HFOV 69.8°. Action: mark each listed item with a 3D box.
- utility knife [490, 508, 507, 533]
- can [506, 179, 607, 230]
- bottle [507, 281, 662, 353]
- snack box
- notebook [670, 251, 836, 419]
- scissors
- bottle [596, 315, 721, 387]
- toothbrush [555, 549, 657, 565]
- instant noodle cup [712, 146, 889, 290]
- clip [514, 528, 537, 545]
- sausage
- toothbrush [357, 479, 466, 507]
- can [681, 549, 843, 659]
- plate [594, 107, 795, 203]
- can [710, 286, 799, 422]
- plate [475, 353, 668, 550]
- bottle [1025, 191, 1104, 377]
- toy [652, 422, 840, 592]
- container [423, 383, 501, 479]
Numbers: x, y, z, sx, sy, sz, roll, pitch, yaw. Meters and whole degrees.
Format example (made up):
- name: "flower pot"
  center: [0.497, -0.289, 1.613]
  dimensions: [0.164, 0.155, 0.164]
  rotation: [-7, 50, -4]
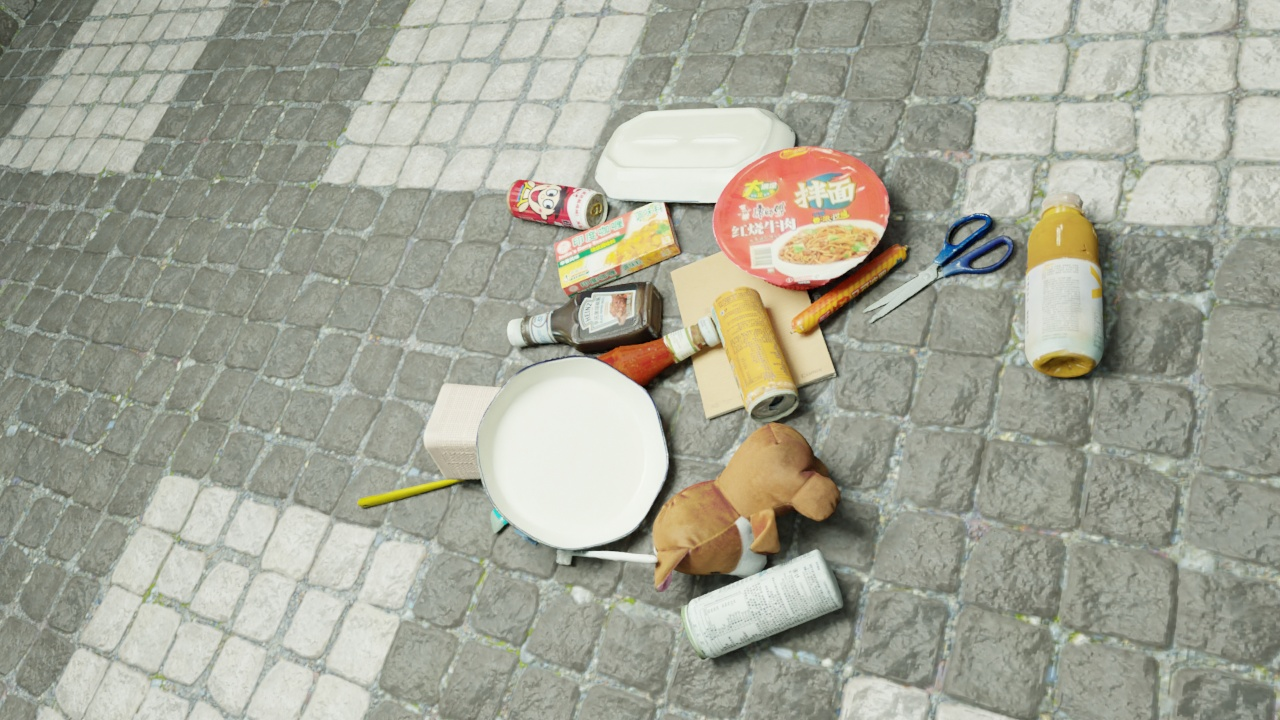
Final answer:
- name: "utility knife"
  center: [-0.120, 0.139, 1.064]
  dimensions: [0.151, 0.013, 0.029]
  rotation: [-45, 57, -6]
- name: "can"
  center: [-0.112, -0.207, 1.220]
  dimensions: [0.133, 0.053, 0.053]
  rotation: [15, 71, 30]
- name: "bottle"
  center: [-0.071, -0.047, 1.122]
  dimensions: [0.195, 0.044, 0.079]
  rotation: [-8, 60, 22]
- name: "snack box"
  center: [-0.031, -0.142, 1.164]
  dimensions: [0.156, 0.027, 0.077]
  rotation: [-21, 55, 13]
- name: "notebook"
  center: [0.123, -0.046, 1.052]
  dimensions: [0.150, 0.012, 0.211]
  rotation: [-21, 56, 14]
- name: "scissors"
  center: [0.313, -0.103, 0.994]
  dimensions: [0.174, 0.012, 0.124]
  rotation: [-10, 62, 21]
- name: "bottle"
  center: [-0.006, 0.006, 1.053]
  dimensions: [0.206, 0.060, 0.059]
  rotation: [-25, 56, 11]
- name: "toothbrush"
  center: [-0.038, 0.203, 0.939]
  dimensions: [0.181, 0.016, 0.016]
  rotation: [-14, 63, 53]
- name: "instant noodle cup"
  center: [0.181, -0.149, 1.036]
  dimensions: [0.194, 0.066, 0.193]
  rotation: [-7, 57, 10]
- name: "clip"
  center: [-0.117, 0.178, 1.039]
  dimensions: [0.027, 0.045, 0.058]
  rotation: [13, 64, 31]
- name: "sausage"
  center: [0.229, -0.078, 1.004]
  dimensions: [0.165, 0.021, 0.021]
  rotation: [-36, 54, -5]
- name: "toothbrush"
  center: [-0.263, 0.152, 1.121]
  dimensions: [0.190, 0.016, 0.016]
  rotation: [-16, 54, 17]
- name: "can"
  center: [0.116, 0.233, 0.875]
  dimensions: [0.147, 0.058, 0.058]
  rotation: [-25, 56, 11]
- name: "plate"
  center: [0.062, -0.271, 1.170]
  dimensions: [0.266, 0.034, 0.161]
  rotation: [7, 57, 27]
- name: "can"
  center: [0.122, -0.009, 0.988]
  dimensions: [0.058, 0.058, 0.145]
  rotation: [-24, 56, 12]
- name: "plate"
  center: [-0.073, 0.099, 0.987]
  dimensions: [0.204, 0.046, 0.204]
  rotation: [3, 77, -12]
- name: "bottle"
  center: [0.414, -0.078, 0.899]
  dimensions: [0.068, 0.068, 0.189]
  rotation: [0, 64, 25]
- name: "toy"
  center: [0.095, 0.153, 0.905]
  dimensions: [0.200, 0.140, 0.130]
  rotation: [-31, 97, 8]
- name: "container"
  center: [-0.174, 0.084, 1.062]
  dimensions: [0.111, 0.090, 0.090]
  rotation: [1, 50, 15]
